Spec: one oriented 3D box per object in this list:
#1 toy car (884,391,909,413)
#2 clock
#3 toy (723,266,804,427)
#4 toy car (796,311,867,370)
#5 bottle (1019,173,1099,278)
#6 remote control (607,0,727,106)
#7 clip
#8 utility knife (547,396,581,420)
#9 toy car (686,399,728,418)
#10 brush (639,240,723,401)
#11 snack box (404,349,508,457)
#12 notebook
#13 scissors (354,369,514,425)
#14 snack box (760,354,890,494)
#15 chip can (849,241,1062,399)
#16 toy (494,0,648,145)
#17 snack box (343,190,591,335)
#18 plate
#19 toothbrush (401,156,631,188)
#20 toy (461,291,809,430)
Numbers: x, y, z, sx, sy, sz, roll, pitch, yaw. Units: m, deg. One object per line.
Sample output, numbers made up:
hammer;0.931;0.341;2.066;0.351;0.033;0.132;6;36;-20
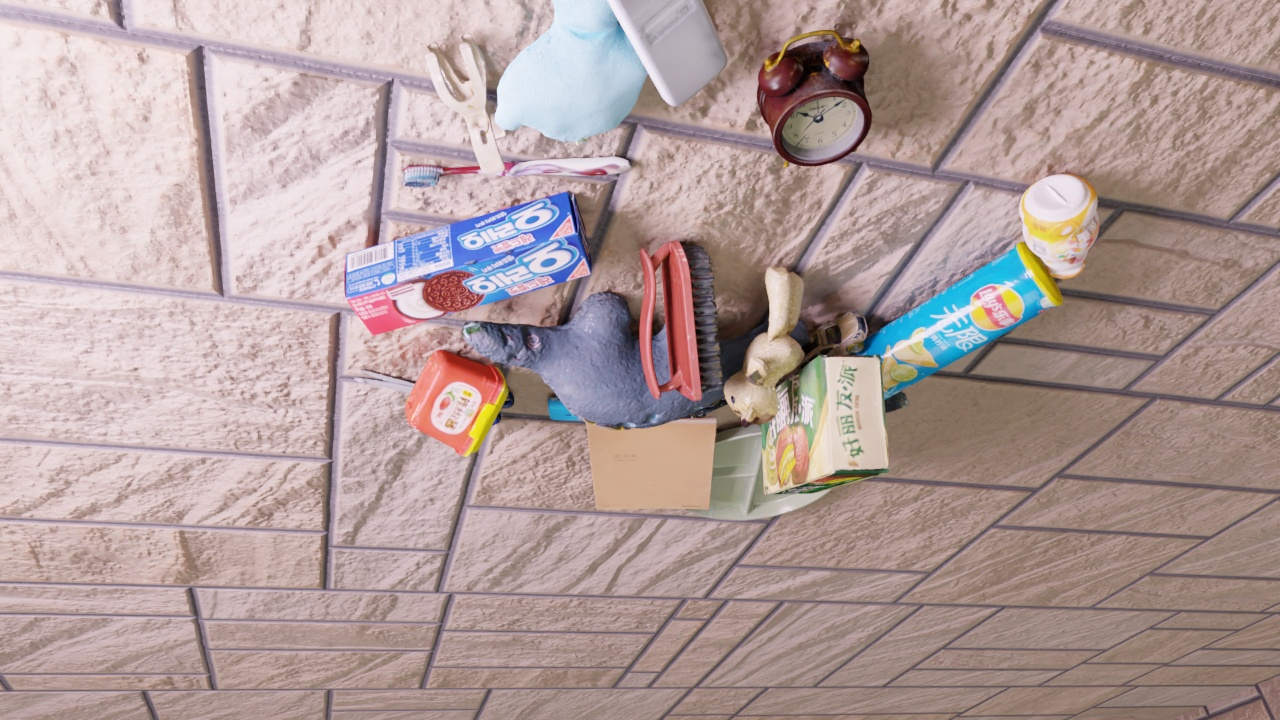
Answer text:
toy car;0.277;0.032;1.049;0.043;0.034;0.090;-22;141;16
clock;0.131;-0.200;0.690;0.082;0.055;0.122;-11;147;7
toy;0.123;-0.013;0.889;0.066;0.157;0.105;18;-167;21
toy car;0.199;-0.017;0.962;0.035;0.042;0.091;24;135;-32
bottle;0.383;-0.118;0.836;0.063;0.063;0.108;-19;143;17
remote control;0.016;-0.229;0.614;0.056;0.020;0.136;-39;147;4
clip;-0.123;-0.191;0.678;0.035;0.070;0.100;-14;136;8
utility knife;-0.029;0.059;1.053;0.161;0.018;0.034;4;142;-15
toy car;0.079;0.034;1.023;0.106;0.031;0.049;-26;144;33
brush;0.033;-0.038;0.849;0.069;0.063;0.146;-9;104;-16
snack box;-0.191;0.040;0.940;0.080;0.082;0.091;26;96;-23
notebook;0.014;0.131;1.123;0.149;0.012;0.212;-1;144;1
scissors;-0.216;0.031;0.991;0.126;0.012;0.173;-23;140;24
snack box;0.184;0.074;0.957;0.063;0.114;0.240;0;168;-7
chip can;0.310;-0.033;0.928;0.071;0.071;0.211;27;130;-38
toy;-0.034;-0.217;0.647;0.161;0.049;0.156;-19;140;-4
snack box;-0.147;-0.084;0.791;0.207;0.057;0.058;-16;143;2
plate;0.149;0.145;1.191;0.230;0.027;0.231;-4;145;-3
toothbrush;-0.101;-0.154;0.750;0.187;0.017;0.016;-3;145;-4
toy;-0.005;0.005;0.922;0.356;0.091;0.138;2;126;-20
